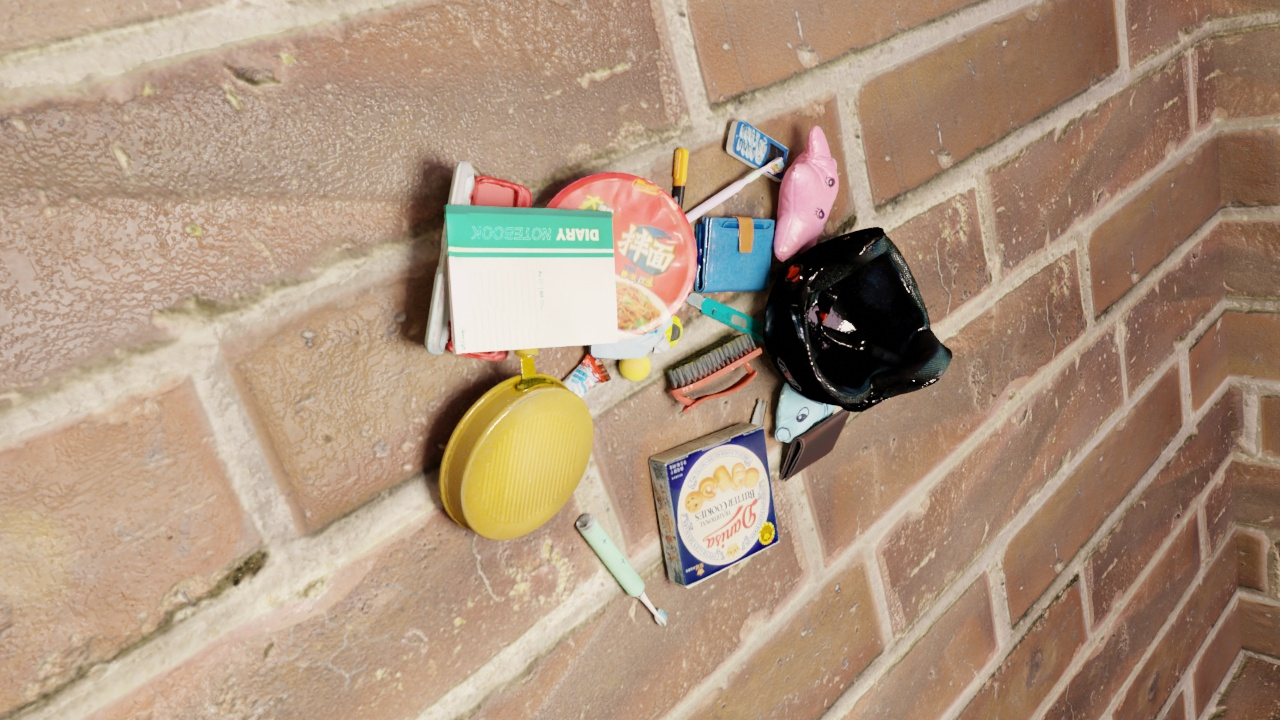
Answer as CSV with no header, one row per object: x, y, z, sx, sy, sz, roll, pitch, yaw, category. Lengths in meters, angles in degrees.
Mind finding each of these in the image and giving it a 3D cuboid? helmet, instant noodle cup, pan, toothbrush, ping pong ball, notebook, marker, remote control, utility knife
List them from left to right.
-0.132,0.032,1.019,0.197,0.078,0.358,-11,121,-47,pan
-0.110,-0.087,0.971,0.208,0.012,0.150,-6,94,-40,notebook
-0.034,-0.119,1.078,0.193,0.066,0.194,0,90,-10,instant noodle cup
-0.019,0.281,1.205,0.224,0.027,0.027,58,39,-29,toothbrush
-0.007,0.007,1.169,0.040,0.040,0.040,-6,100,-40,ping pong ball
0.049,-0.216,1.201,0.015,0.018,0.124,2,95,-41,marker
0.126,-0.060,1.291,0.179,0.013,0.029,21,81,-40,utility knife
0.123,-0.227,1.247,0.188,0.021,0.029,-34,156,-22,toothbrush
0.164,-0.293,1.284,0.124,0.024,0.049,17,85,-44,remote control
0.282,-0.050,1.284,0.274,0.231,0.233,-42,107,-30,helmet

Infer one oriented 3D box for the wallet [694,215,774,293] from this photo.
0.132,-0.147,1.270,0.132,0.040,0.106,-5,104,-41,wallet

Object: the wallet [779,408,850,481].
0.269,0.130,1.408,0.122,0.020,0.097,-25,144,-36,wallet

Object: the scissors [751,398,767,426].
0.169,0.168,1.358,0.206,0.015,0.192,-48,122,-25,scissors

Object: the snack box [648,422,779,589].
0.106,0.197,1.275,0.177,0.046,0.182,-17,103,-34,snack box

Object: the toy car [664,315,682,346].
0.012,-0.041,1.185,0.105,0.032,0.048,5,93,-39,toy car

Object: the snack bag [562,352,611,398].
-0.082,0.035,1.119,0.104,0.026,0.048,-41,111,-29,snack bag

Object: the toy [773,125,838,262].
0.233,-0.230,1.306,0.178,0.075,0.194,26,82,-65,toy

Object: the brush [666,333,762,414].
0.098,0.019,1.245,0.145,0.063,0.069,-27,99,-34,brush

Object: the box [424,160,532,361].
-0.183,-0.103,0.987,0.154,0.074,0.201,8,91,-63,box

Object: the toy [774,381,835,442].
0.253,0.063,1.393,0.156,0.050,0.161,41,71,-44,toy

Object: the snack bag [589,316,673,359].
-0.010,-0.096,1.138,0.110,0.039,0.191,0,90,-33,snack bag
